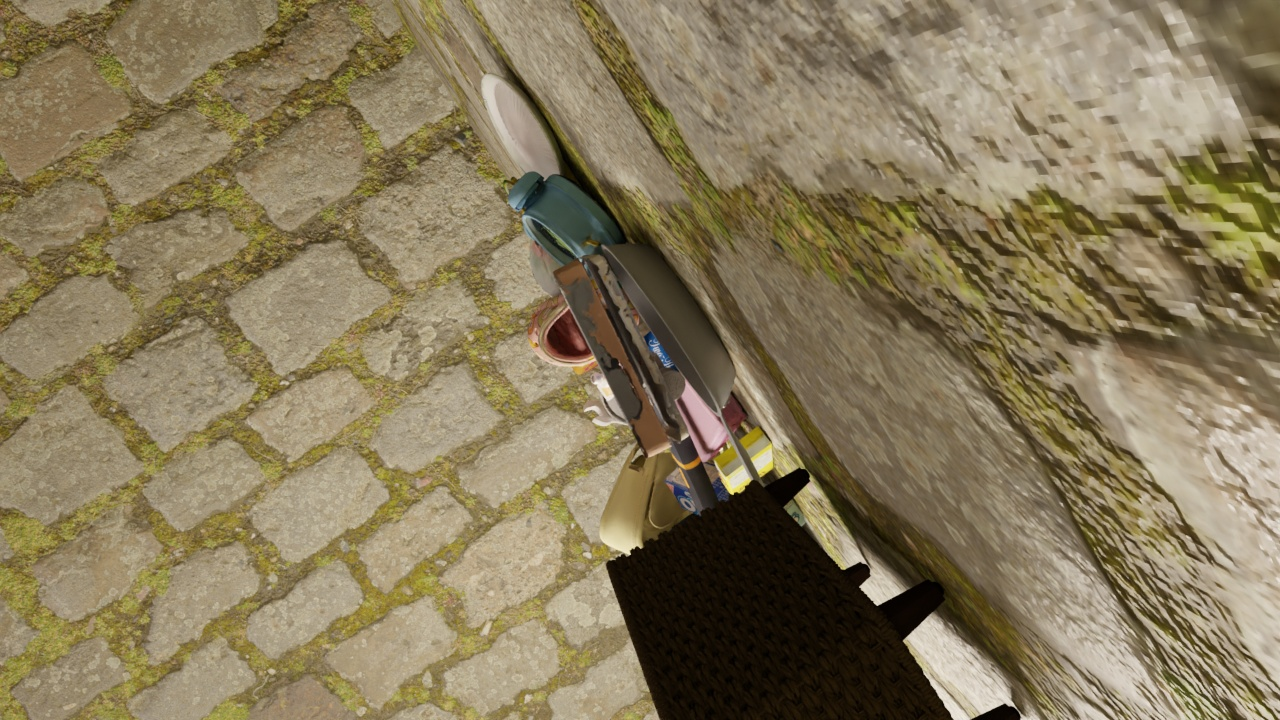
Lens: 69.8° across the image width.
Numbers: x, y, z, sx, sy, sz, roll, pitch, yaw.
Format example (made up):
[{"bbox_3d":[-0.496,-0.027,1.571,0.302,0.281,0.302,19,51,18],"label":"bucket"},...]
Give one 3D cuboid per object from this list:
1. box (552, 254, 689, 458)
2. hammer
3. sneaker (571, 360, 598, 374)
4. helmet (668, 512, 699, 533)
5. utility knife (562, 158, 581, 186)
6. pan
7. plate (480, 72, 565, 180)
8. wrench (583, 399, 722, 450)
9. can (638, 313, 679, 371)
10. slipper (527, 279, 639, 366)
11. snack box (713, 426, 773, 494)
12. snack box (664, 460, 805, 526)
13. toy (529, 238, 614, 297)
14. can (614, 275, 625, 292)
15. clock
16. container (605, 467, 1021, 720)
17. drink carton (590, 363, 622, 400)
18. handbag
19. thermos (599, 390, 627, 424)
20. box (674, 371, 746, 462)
[{"bbox_3d":[-0.024,-0.004,0.950,0.216,0.063,0.081,64,174,-14],"label":"box"},{"bbox_3d":[0.062,0.127,1.107,0.313,0.035,0.139,65,167,-24],"label":"hammer"},{"bbox_3d":[-0.094,-0.042,1.314,0.091,0.116,0.242,59,171,7],"label":"sneaker"},{"bbox_3d":[0.153,0.333,1.269,0.316,0.248,0.236,27,137,40],"label":"helmet"},{"bbox_3d":[-0.048,-0.159,1.074,0.213,0.020,0.029,54,180,0],"label":"utility knife"},{"bbox_3d":[0.071,0.030,0.899,0.356,0.051,0.201,56,178,-6],"label":"pan"},{"bbox_3d":[-0.130,-0.256,1.041,0.157,0.014,0.157,49,163,19],"label":"plate"},{"bbox_3d":[0.028,0.109,1.480,0.273,0.009,0.047,16,-145,-31],"label":"wrench"},{"bbox_3d":[0.007,-0.018,1.150,0.079,0.079,0.146,54,177,40],"label":"can"},{"bbox_3d":[-0.077,-0.028,1.053,0.093,0.081,0.198,49,147,-13],"label":"slipper"},{"bbox_3d":[0.117,0.116,1.027,0.025,0.061,0.149,54,177,18],"label":"snack box"},{"bbox_3d":[0.119,0.183,1.206,0.059,0.059,0.227,57,159,-24],"label":"snack box"},{"bbox_3d":[-0.072,-0.101,1.152,0.138,0.102,0.179,-67,-43,-62],"label":"toy"},{"bbox_3d":[-0.041,-0.099,1.302,0.053,0.053,0.101,56,178,-18],"label":"can"},{"bbox_3d":[-0.088,-0.155,1.020,0.162,0.060,0.118,37,168,23],"label":"clock"},{"bbox_3d":[0.123,0.232,0.738,0.176,0.205,0.321,56,178,-15],"label":"container"},{"bbox_3d":[-0.007,0.007,1.257,0.039,0.122,0.069,54,178,35],"label":"drink carton"},{"bbox_3d":[0.051,0.210,1.425,0.089,0.191,0.232,19,-167,39],"label":"handbag"},{"bbox_3d":[0.035,0.063,1.344,0.131,0.131,0.222,57,170,-30],"label":"thermos"},{"bbox_3d":[0.074,0.065,1.110,0.098,0.037,0.233,51,167,12],"label":"box"}]
